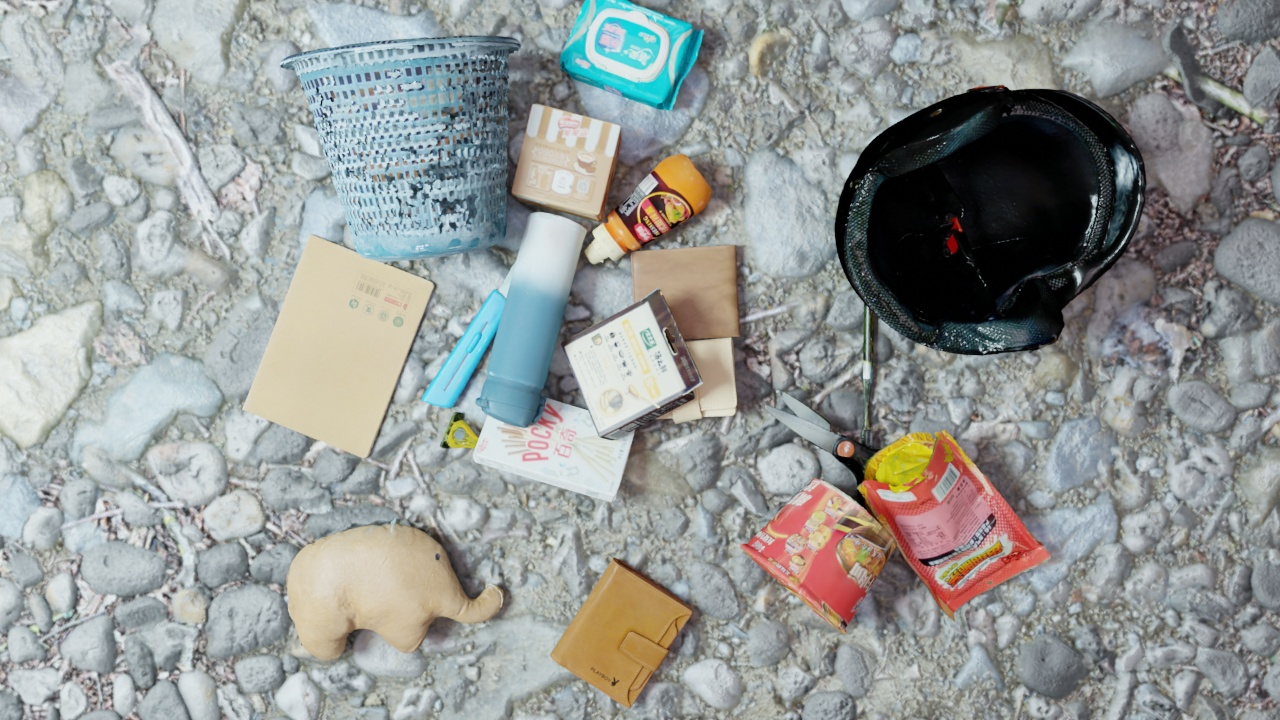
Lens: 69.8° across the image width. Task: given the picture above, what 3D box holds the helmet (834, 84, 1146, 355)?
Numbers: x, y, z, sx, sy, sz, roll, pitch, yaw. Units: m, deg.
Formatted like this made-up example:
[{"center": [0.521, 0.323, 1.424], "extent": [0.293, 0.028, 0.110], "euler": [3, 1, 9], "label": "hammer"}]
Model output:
[{"center": [0.320, -0.140, 0.883], "extent": [0.275, 0.230, 0.233], "euler": [-20, 107, 2], "label": "helmet"}]

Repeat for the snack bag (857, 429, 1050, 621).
[{"center": [0.326, 0.173, 0.963], "extent": [0.129, 0.073, 0.208], "euler": [-38, 110, 10], "label": "snack bag"}]

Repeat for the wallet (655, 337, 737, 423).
[{"center": [0.045, 0.023, 0.980], "extent": [0.115, 0.024, 0.087], "euler": [-5, 91, 14], "label": "wallet"}]

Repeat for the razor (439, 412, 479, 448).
[{"center": [-0.150, 0.100, 0.998], "extent": [0.132, 0.028, 0.043], "euler": [23, 89, -2], "label": "razor"}]

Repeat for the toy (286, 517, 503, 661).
[{"center": [-0.263, 0.241, 0.981], "extent": [0.226, 0.082, 0.143], "euler": [-5, 97, -2], "label": "toy"}]

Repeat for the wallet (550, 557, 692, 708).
[{"center": [-0.020, 0.298, 1.003], "extent": [0.108, 0.031, 0.132], "euler": [33, 94, 1], "label": "wallet"}]

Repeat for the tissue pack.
[{"center": [-0.009, -0.325, 0.965], "extent": [0.133, 0.050, 0.093], "euler": [20, 92, -1], "label": "tissue pack"}]

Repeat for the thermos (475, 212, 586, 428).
[{"center": [-0.113, -0.041, 0.955], "extent": [0.070, 0.070, 0.220], "euler": [14, 83, 0], "label": "thermos"}]

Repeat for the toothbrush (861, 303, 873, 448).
[{"center": [0.247, 0.005, 0.994], "extent": [0.012, 0.017, 0.186], "euler": [0, 93, 2], "label": "toothbrush"}]

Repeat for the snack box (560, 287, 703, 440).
[{"center": [-0.006, 0.006, 0.954], "extent": [0.126, 0.053, 0.113], "euler": [-27, 74, 12], "label": "snack box"}]

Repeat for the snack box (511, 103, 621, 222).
[{"center": [-0.075, -0.204, 0.957], "extent": [0.093, 0.077, 0.094], "euler": [14, 93, 0], "label": "snack box"}]

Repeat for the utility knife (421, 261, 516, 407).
[{"center": [-0.171, -0.036, 0.996], "extent": [0.034, 0.018, 0.203], "euler": [32, 91, 0], "label": "utility knife"}]

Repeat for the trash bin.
[{"center": [-0.219, -0.205, 0.906], "extent": [0.226, 0.226, 0.195], "euler": [-5, 105, 0], "label": "trash bin"}]

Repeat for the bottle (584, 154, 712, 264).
[{"center": [0.003, -0.153, 0.970], "extent": [0.149, 0.066, 0.067], "euler": [-37, 92, 9], "label": "bottle"}]

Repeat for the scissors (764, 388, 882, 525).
[{"center": [0.221, 0.114, 0.977], "extent": [0.234, 0.021, 0.161], "euler": [9, 98, -10], "label": "scissors"}]

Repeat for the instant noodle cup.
[{"center": [0.188, 0.195, 0.951], "extent": [0.138, 0.138, 0.108], "euler": [40, 83, -1], "label": "instant noodle cup"}]

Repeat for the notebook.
[{"center": [-0.330, -0.015, 1.002], "extent": [0.148, 0.008, 0.207], "euler": [22, 92, 0], "label": "notebook"}]

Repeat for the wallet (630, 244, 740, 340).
[{"center": [0.049, -0.073, 0.992], "extent": [0.115, 0.020, 0.101], "euler": [-2, 93, 3], "label": "wallet"}]

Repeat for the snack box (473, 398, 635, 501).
[{"center": [-0.091, 0.088, 0.979], "extent": [0.157, 0.027, 0.084], "euler": [17, 65, -1], "label": "snack box"}]
